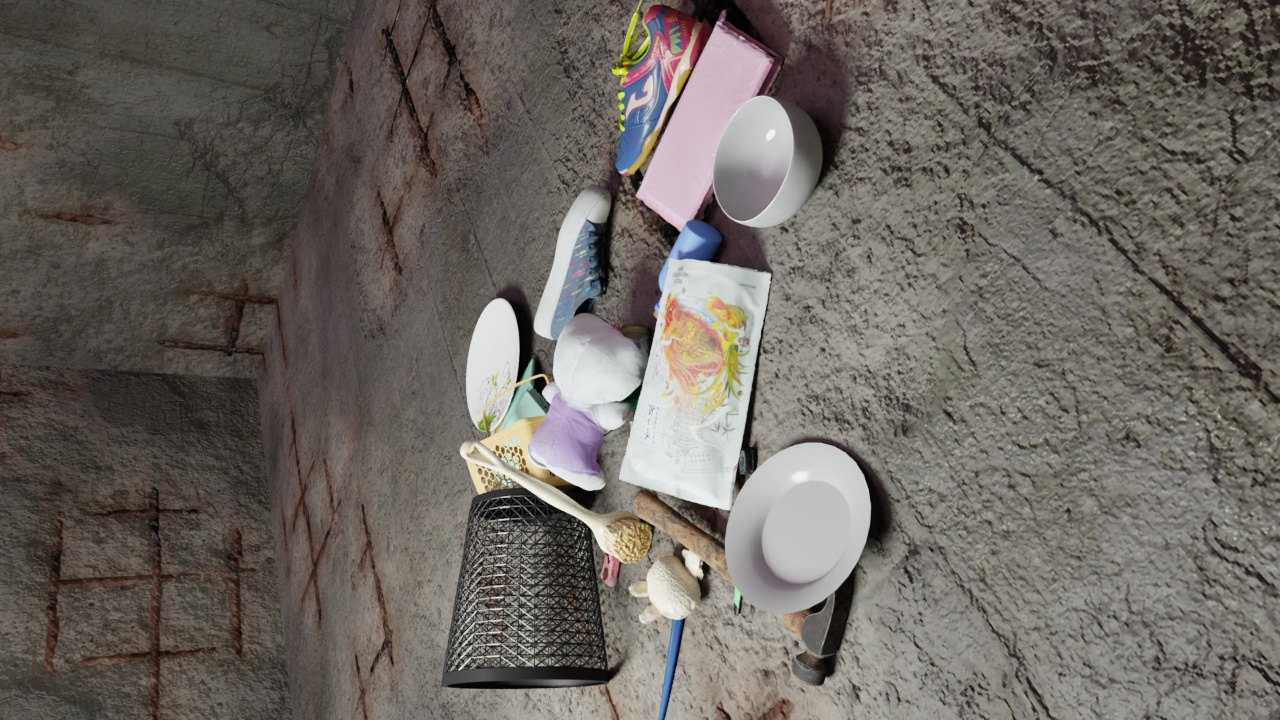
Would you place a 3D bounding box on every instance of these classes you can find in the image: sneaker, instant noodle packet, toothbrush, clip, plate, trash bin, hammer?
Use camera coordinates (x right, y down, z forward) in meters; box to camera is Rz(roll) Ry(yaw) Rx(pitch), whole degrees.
[{"bbox_3d":[0.001,-0.339,1.154,0.243,0.091,0.116,122,171,-49],"label":"sneaker"},{"bbox_3d":[0.061,0.022,1.042,0.147,0.057,0.269,12,91,32],"label":"instant noodle packet"},{"bbox_3d":[0.111,0.188,1.010,0.014,0.017,0.188,7,93,56],"label":"toothbrush"},{"bbox_3d":[-0.035,0.276,1.224,0.041,0.023,0.059,41,125,47],"label":"clip"},{"bbox_3d":[-0.078,-0.131,1.313,0.079,0.087,0.236,26,108,19],"label":"sneaker"},{"bbox_3d":[0.156,0.165,0.901,0.173,0.019,0.172,-31,44,34],"label":"plate"},{"bbox_3d":[-0.153,0.311,1.244,0.218,0.216,0.242,-32,53,51],"label":"trash bin"},{"bbox_3d":[0.029,0.391,1.110,0.016,0.017,0.190,21,104,56],"label":"toothbrush"},{"bbox_3d":[-0.243,0.009,1.571,0.230,0.030,0.229,-20,67,57],"label":"plate"},{"bbox_3d":[0.095,0.211,1.000,0.330,0.033,0.120,27,105,51],"label":"hammer"}]

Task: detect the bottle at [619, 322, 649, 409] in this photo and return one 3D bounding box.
[{"bbox_3d":[-0.007,0.007,1.195,0.043,0.042,0.110,-24,64,54],"label":"bottle"}]

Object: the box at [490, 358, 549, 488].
[{"bbox_3d":[-0.201,0.104,1.488,0.187,0.056,0.138,-57,48,35],"label":"box"}]

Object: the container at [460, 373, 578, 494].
[{"bbox_3d":[-0.164,0.116,1.336,0.184,0.129,0.167,-28,73,46],"label":"container"}]

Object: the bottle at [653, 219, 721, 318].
[{"bbox_3d":[0.050,-0.104,1.114,0.131,0.048,0.048,-62,39,31],"label":"bottle"}]

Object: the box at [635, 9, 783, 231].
[{"bbox_3d":[0.063,-0.292,1.102,0.234,0.075,0.172,-63,36,29],"label":"box"}]

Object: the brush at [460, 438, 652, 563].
[{"bbox_3d":[-0.104,0.173,1.148,0.062,0.272,0.077,-62,12,-17],"label":"brush"}]

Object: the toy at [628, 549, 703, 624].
[{"bbox_3d":[0.039,0.264,1.080,0.112,0.050,0.087,-37,36,-2],"label":"toy"}]

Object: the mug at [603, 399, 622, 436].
[{"bbox_3d":[-0.063,0.045,1.247,0.124,0.090,0.076,-49,51,-2],"label":"mug"}]

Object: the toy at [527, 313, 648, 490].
[{"bbox_3d":[-0.075,0.047,1.152,0.138,0.085,0.209,21,92,33],"label":"toy"}]

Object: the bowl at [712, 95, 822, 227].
[{"bbox_3d":[0.141,-0.206,0.968,0.132,0.064,0.131,-12,76,57],"label":"bowl"}]

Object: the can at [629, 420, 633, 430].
[{"bbox_3d":[0.026,0.100,1.119,0.100,0.053,0.059,-15,72,56],"label":"can"}]
